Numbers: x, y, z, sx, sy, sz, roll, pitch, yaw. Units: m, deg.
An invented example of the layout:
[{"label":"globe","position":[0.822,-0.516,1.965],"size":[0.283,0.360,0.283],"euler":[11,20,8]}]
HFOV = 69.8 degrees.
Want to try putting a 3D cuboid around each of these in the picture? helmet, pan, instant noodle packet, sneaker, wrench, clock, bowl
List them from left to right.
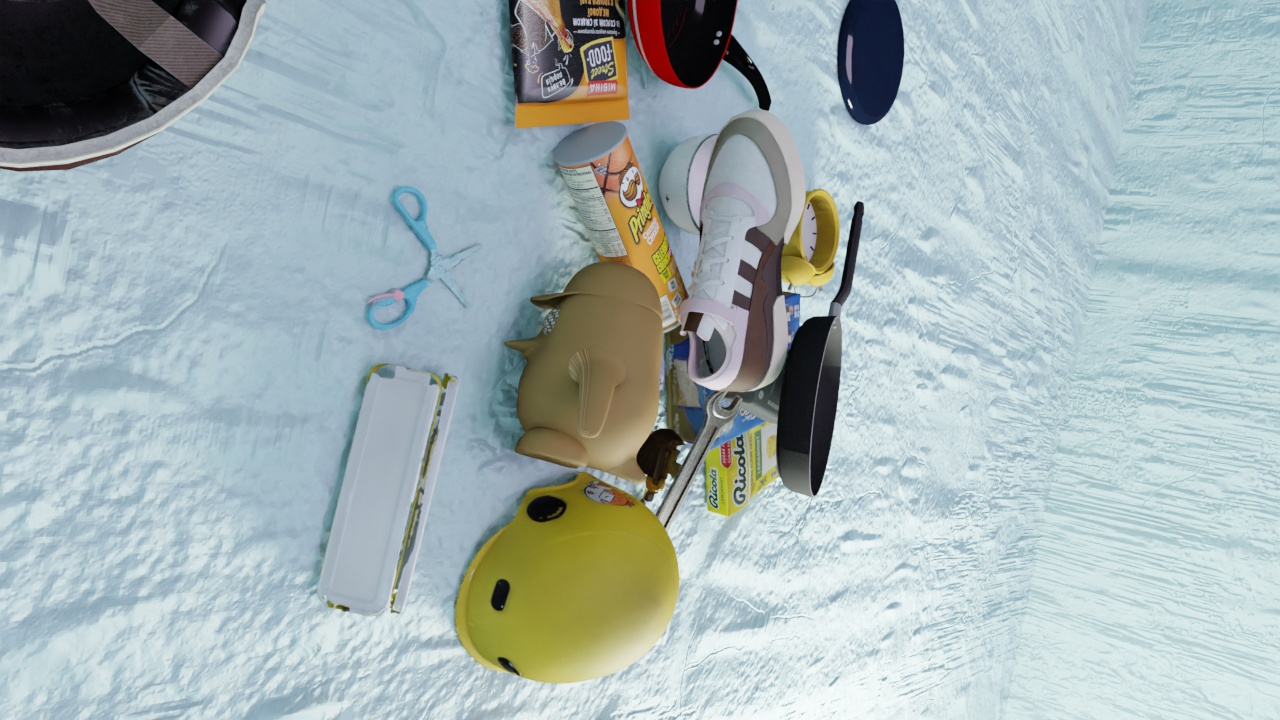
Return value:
[{"label":"helmet","position":[-0.292,-0.210,0.417],"size":[0.234,0.253,0.233],"euler":[-49,133,2]},{"label":"instant noodle packet","position":[-0.065,-0.334,0.854],"size":[0.159,0.032,0.221],"euler":[-21,115,-47]},{"label":"helmet","position":[-0.052,0.236,0.931],"size":[0.239,0.140,0.209],"euler":[-23,117,-46]},{"label":"wrench","position":[0.044,0.148,1.051],"size":[0.070,0.010,0.274],"euler":[9,114,-41]},{"label":"bowl","position":[0.063,-0.196,1.026],"size":[0.113,0.063,0.113],"euler":[-17,113,-48]},{"label":"pan","position":[0.076,-0.367,0.997],"size":[0.356,0.067,0.208],"euler":[37,69,-65]},{"label":"sneaker","position":[0.086,-0.106,0.938],"size":[0.116,0.112,0.294],"euler":[-15,114,-49]},{"label":"clock","position":[0.229,-0.162,1.258],"size":[0.113,0.052,0.152],"euler":[-4,98,-51]},{"label":"pan","position":[0.209,-0.021,1.050],"size":[0.204,0.044,0.355],"euler":[49,51,-66]},{"label":"pan","position":[0.331,-0.520,1.319],"size":[0.198,0.021,0.357],"euler":[-36,125,-41]}]

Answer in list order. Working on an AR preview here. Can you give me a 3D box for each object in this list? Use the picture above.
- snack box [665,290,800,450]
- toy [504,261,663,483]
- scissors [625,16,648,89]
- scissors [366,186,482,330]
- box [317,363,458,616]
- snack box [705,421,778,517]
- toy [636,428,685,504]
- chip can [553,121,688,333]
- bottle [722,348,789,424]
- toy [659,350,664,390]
[{"label":"snack box","position":[0.119,0.004,1.143],"size":[0.202,0.069,0.155],"euler":[-21,115,-47]},{"label":"toy","position":[-0.050,0.000,0.880],"size":[0.162,0.199,0.203],"euler":[16,80,-7]},{"label":"scissors","position":[0.003,-0.369,0.947],"size":[0.138,0.028,0.171],"euler":[-28,124,-47]},{"label":"scissors","position":[-0.188,-0.087,0.783],"size":[0.134,0.015,0.136],"euler":[-43,132,-44]},{"label":"box","position":[-0.216,0.107,0.777],"size":[0.080,0.079,0.209],"euler":[13,88,-18]},{"label":"snack box","position":[0.154,0.120,1.237],"size":[0.180,0.045,0.121],"euler":[-24,118,-46]},{"label":"toy","position":[0.019,0.128,1.065],"size":[0.076,0.062,0.100],"euler":[-44,153,-64]},{"label":"chip can","position":[-0.014,-0.130,0.937],"size":[0.075,0.075,0.215],"euler":[-51,135,-31]},{"label":"bottle","position":[0.167,0.033,1.115],"size":[0.173,0.046,0.083],"euler":[30,77,-51]},{"label":"toy","position":[-0.006,0.006,1.013],"size":[0.099,0.036,0.080],"euler":[-18,114,-47]}]
